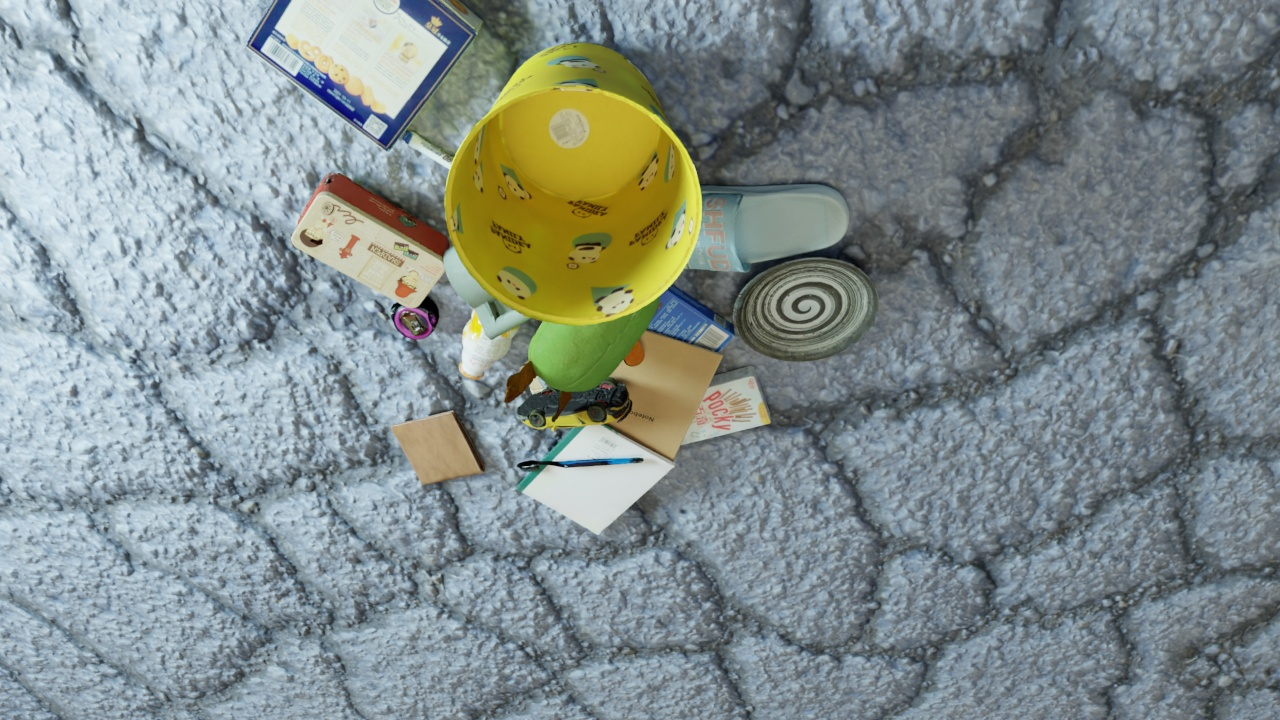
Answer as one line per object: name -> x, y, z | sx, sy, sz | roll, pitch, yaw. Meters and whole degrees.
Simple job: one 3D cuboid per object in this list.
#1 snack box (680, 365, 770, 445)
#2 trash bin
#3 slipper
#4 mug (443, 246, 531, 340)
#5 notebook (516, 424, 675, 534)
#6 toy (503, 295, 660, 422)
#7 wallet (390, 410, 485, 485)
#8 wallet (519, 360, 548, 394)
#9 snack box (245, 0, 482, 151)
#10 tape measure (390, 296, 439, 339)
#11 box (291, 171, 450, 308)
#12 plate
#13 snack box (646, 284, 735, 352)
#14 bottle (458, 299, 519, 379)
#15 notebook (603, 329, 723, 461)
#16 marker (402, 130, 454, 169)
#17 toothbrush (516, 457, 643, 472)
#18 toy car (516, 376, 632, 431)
snack box -> 0.091, 0.065, 1.252 | 0.157, 0.026, 0.085 | -15, 123, 15
trash bin -> -0.063, -0.198, 0.924 | 0.229, 0.254, 0.230 | -1, 123, -2
slipper -> 0.121, -0.149, 1.068 | 0.245, 0.074, 0.104 | -5, 126, 5
mug -> -0.162, -0.102, 1.100 | 0.103, 0.083, 0.124 | -26, 86, 18
notebook -> -0.069, 0.168, 1.320 | 0.150, 0.012, 0.210 | 31, 131, -15
toy -> -0.059, -0.036, 1.085 | 0.247, 0.090, 0.227 | -49, 145, 2
wallet -> -0.291, 0.127, 1.324 | 0.101, 0.020, 0.115 | -13, 121, 13
wallet -> -0.106, 0.037, 1.247 | 0.087, 0.024, 0.115 | -20, 124, 11
snack box -> -0.291, -0.346, 0.970 | 0.178, 0.045, 0.183 | 37, 120, -21
tape measure -> -0.289, -0.056, 1.180 | 0.057, 0.039, 0.058 | -26, 120, 20
box -> -0.321, -0.146, 1.104 | 0.168, 0.076, 0.091 | 31, 121, -25
plate -> 0.204, -0.066, 1.141 | 0.179, 0.024, 0.180 | 0, 137, 0
snack box -> 0.034, -0.051, 1.172 | 0.157, 0.026, 0.085 | 32, 121, -18
bottle -> -0.200, -0.025, 1.182 | 0.063, 0.063, 0.109 | 23, 123, -13
notebook -> 0.006, 0.048, 1.223 | 0.148, 0.008, 0.208 | 18, 127, -6
marker -> -0.209, -0.223, 1.070 | 0.145, 0.016, 0.017 | 30, 122, -17
toothbrush -> -0.085, 0.145, 1.287 | 0.190, 0.014, 0.016 | -5, 131, 17
toy car -> -0.087, 0.060, 1.197 | 0.156, 0.071, 0.041 | -7, 120, 21
